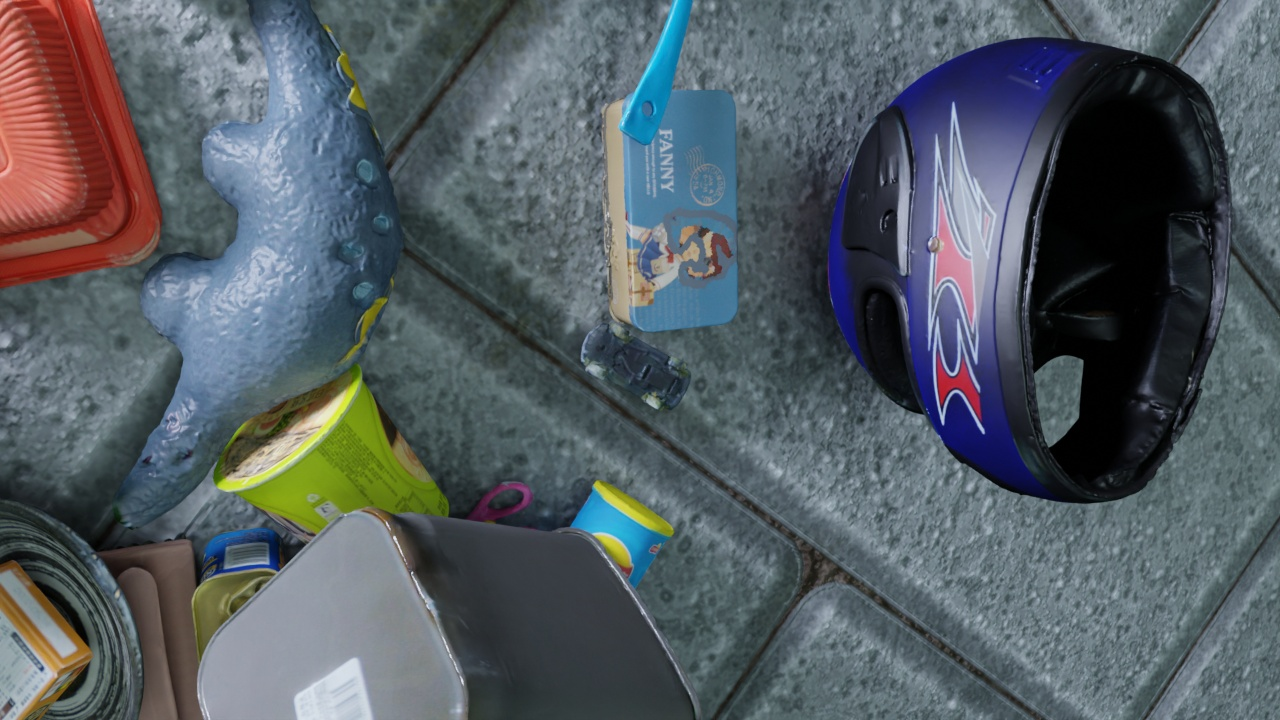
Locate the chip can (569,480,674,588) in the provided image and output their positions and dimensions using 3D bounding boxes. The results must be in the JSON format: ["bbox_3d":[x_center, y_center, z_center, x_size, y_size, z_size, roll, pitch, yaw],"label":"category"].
[{"bbox_3d":[-0.060,0.198,0.697,0.071,0.071,0.210,34,88,-24],"label":"chip can"}]

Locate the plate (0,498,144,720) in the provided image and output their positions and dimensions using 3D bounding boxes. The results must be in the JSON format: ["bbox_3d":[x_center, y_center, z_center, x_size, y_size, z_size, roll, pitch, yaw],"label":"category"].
[{"bbox_3d":[-0.363,0.165,0.552,0.180,0.024,0.179,4,103,18],"label":"plate"}]

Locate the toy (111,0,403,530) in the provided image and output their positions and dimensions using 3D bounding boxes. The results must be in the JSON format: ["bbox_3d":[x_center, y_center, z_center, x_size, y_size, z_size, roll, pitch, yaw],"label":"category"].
[{"bbox_3d":[-0.222,-0.062,0.563,0.137,0.091,0.356,17,90,-23],"label":"toy"}]

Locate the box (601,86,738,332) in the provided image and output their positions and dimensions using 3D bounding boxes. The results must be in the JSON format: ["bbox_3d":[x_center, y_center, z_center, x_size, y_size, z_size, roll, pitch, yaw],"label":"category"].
[{"bbox_3d":[0.021,-0.114,0.668,0.089,0.061,0.184,-9,106,-21],"label":"box"}]

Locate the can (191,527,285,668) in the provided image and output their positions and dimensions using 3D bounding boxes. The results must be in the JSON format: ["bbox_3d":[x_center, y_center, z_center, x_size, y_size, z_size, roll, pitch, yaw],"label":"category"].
[{"bbox_3d":[-0.259,0.170,0.605,0.057,0.083,0.102,-5,103,-21],"label":"can"}]

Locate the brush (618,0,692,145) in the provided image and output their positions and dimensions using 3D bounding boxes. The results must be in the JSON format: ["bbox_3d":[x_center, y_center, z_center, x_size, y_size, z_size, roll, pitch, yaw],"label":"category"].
[{"bbox_3d":[0.033,-0.264,0.621,0.083,0.046,0.254,24,75,-32],"label":"brush"}]

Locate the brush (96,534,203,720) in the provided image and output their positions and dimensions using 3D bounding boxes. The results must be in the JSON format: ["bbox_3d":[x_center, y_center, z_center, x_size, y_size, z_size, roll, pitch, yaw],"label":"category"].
[{"bbox_3d":[-0.316,0.189,0.592,0.063,0.073,0.146,-6,103,-23],"label":"brush"}]

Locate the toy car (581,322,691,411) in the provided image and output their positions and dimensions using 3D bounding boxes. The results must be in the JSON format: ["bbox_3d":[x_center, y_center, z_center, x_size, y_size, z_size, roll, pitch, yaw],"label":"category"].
[{"bbox_3d":[-0.004,0.004,0.698,0.090,0.034,0.043,28,93,-22],"label":"toy car"}]

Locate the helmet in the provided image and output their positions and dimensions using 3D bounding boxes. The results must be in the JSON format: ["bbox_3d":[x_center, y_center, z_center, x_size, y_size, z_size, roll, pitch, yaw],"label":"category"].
[{"bbox_3d":[0.256,-0.066,0.668,0.247,0.241,0.315,14,85,-25],"label":"helmet"}]

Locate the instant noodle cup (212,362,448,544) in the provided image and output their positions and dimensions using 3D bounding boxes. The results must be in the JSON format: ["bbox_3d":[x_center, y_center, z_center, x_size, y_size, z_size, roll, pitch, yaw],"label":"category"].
[{"bbox_3d":[-0.193,0.081,0.606,0.111,0.112,0.123,-40,121,-10],"label":"instant noodle cup"}]

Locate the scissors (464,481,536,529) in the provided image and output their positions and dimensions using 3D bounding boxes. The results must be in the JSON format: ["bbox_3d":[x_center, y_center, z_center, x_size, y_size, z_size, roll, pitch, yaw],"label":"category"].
[{"bbox_3d":[-0.140,0.139,0.686,0.137,0.017,0.074,-21,118,-12],"label":"scissors"}]

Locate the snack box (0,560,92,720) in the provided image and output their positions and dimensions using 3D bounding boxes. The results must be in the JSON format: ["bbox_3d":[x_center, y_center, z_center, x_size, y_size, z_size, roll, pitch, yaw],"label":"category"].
[{"bbox_3d":[-0.388,0.191,0.538,0.154,0.026,0.075,-44,85,21],"label":"snack box"}]

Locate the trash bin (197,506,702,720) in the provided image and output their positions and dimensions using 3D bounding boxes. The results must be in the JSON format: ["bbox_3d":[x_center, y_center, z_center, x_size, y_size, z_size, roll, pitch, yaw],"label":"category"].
[{"bbox_3d":[-0.111,0.203,0.550,0.199,0.198,0.219,-43,148,7],"label":"trash bin"}]

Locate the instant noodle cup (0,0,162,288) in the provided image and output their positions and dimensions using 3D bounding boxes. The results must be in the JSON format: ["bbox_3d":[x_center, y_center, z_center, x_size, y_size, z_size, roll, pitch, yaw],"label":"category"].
[{"bbox_3d":[-0.372,-0.126,0.499,0.164,0.079,0.189,-15,111,-15],"label":"instant noodle cup"}]
